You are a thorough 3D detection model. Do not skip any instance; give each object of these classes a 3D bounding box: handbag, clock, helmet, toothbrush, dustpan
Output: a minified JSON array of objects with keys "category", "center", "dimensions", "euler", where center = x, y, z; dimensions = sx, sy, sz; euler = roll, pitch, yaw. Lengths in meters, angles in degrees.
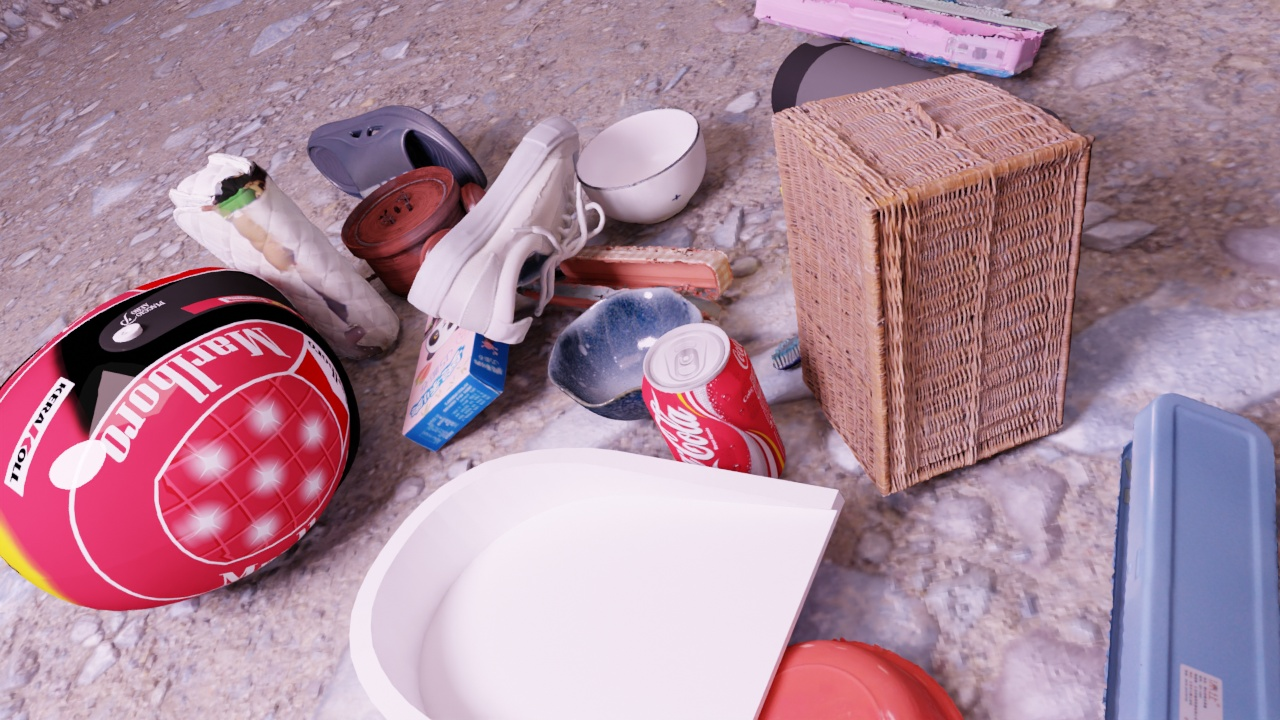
[{"category":"handbag","center":[-0.305,-0.084,0.789],"dimensions":[0.139,0.195,0.072],"euler":[18,63,44]},{"category":"clock","center":[-0.197,-0.118,0.855],"dimensions":[0.158,0.072,0.120],"euler":[-4,46,27]},{"category":"helmet","center":[-0.315,0.050,0.651],"dimensions":[0.225,0.198,0.270],"euler":[10,44,36]},{"category":"toothbrush","center":[0.166,-0.049,0.624],"dimensions":[0.189,0.017,0.016],"euler":[-33,39,-8]},{"category":"dustpan","center":[-0.047,0.127,0.493],"dimensions":[0.258,0.053,0.191],"euler":[-3,44,41]}]

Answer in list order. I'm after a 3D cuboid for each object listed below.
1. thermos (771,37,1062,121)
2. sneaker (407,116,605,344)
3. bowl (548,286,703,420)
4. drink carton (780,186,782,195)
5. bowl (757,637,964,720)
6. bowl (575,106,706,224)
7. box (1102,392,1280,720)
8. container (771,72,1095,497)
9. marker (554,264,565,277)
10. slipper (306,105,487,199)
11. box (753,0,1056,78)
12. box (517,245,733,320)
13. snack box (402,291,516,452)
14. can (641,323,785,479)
[{"category":"thermos","center":[0.195,-0.178,0.687],"dimensions":[0.082,0.082,0.240],"euler":[-33,38,-7]},{"category":"sneaker","center":[-0.083,-0.100,0.711],"dimensions":[0.090,0.090,0.241],"euler":[-54,8,44]},{"category":"bowl","center":[-0.004,0.004,0.635],"dimensions":[0.110,0.055,0.110],"euler":[-15,41,14]},{"category":"drink carton","center":[0.139,-0.082,0.625],"dimensions":[0.043,0.058,0.134],"euler":[-23,28,6]},{"category":"bowl","center":[0.082,0.177,0.413],"dimensions":[0.131,0.045,0.130],"euler":[-15,41,14]},{"category":"bowl","center":[0.006,-0.161,0.796],"dimensions":[0.113,0.063,0.113],"euler":[-15,42,14]},{"category":"box","center":[0.244,0.114,0.412],"dimensions":[0.068,0.059,0.209],"euler":[20,56,6]},{"category":"container","center":[0.151,-0.042,0.490],"dimensions":[0.112,0.199,0.113],"euler":[-17,37,-5]},{"category":"marker","center":[-0.092,-0.078,0.796],"dimensions":[0.124,0.021,0.017],"euler":[-8,-1,20]},{"category":"slipper","center":[-0.277,-0.198,0.959],"dimensions":[0.269,0.111,0.083],"euler":[9,55,39]},{"category":"box","center":[0.234,-0.298,0.802],"dimensions":[0.230,0.035,0.158],"euler":[24,35,26]},{"category":"box","center":[-0.019,-0.052,0.715],"dimensions":[0.188,0.056,0.063],"euler":[5,45,37]},{"category":"snack box","center":[-0.138,-0.011,0.717],"dimensions":[0.088,0.033,0.153],"euler":[-40,33,29]},{"category":"can","center":[0.043,0.033,0.539],"dimensions":[0.064,0.105,0.064],"euler":[-15,42,14]}]
